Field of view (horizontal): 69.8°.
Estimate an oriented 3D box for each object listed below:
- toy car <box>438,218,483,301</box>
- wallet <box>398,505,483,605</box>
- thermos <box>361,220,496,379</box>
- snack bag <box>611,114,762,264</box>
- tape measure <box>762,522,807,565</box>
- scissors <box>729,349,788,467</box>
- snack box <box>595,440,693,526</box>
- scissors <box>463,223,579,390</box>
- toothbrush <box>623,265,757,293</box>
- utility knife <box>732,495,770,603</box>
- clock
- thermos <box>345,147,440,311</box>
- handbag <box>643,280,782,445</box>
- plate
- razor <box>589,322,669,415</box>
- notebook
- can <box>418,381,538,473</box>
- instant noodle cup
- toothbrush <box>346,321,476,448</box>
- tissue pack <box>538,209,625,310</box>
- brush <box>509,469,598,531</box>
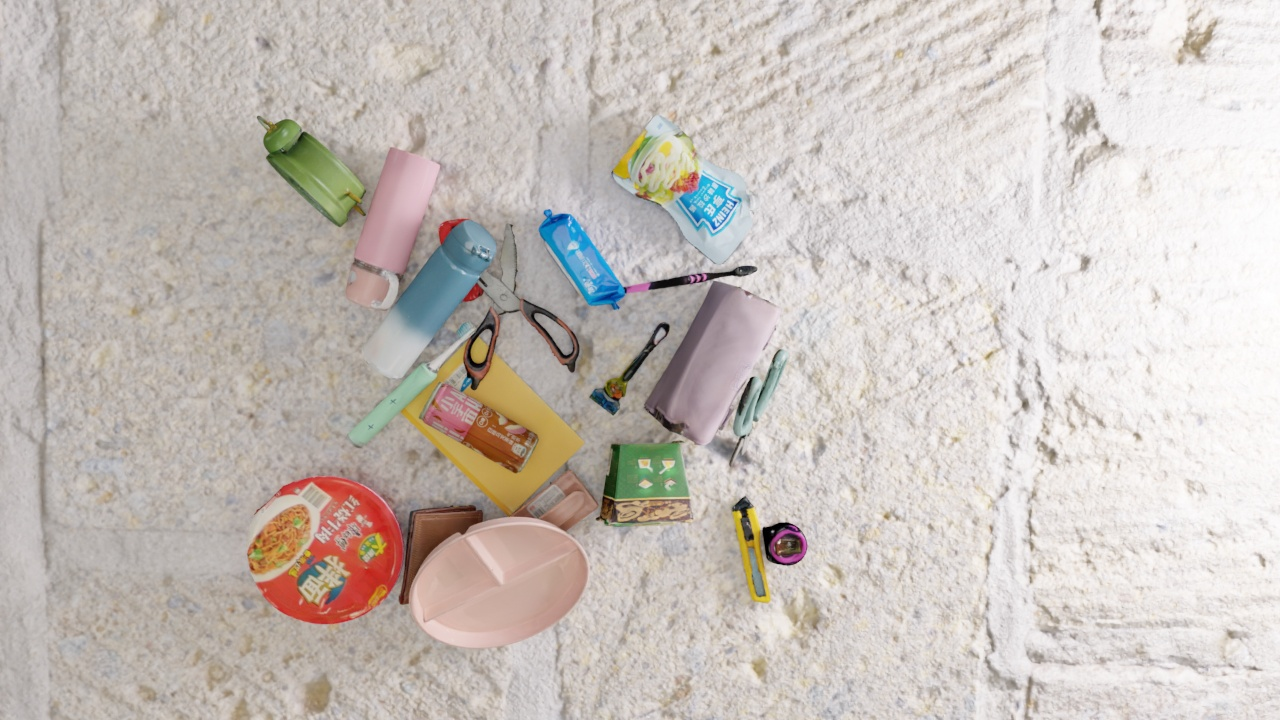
[{"bbox_3d":[-0.230,-0.128,1.178,0.049,0.031,0.106,-7,98,-3],"label":"toy car"},{"bbox_3d":[-0.258,0.251,1.185,0.101,0.032,0.124,4,95,-42],"label":"wallet"},{"bbox_3d":[-0.260,-0.076,1.134,0.070,0.070,0.221,39,108,-7],"label":"thermos"},{"bbox_3d":[0.064,-0.222,1.191,0.191,0.039,0.110,37,80,-8],"label":"snack bag"},{"bbox_3d":[0.197,0.249,1.243,0.058,0.039,0.057,-7,96,-4],"label":"tape measure"},{"bbox_3d":[0.142,0.064,1.174,0.019,0.178,0.173,26,97,17],"label":"scissors"},{"bbox_3d":[0.003,0.158,1.188,0.117,0.118,0.105,0,84,-12],"label":"snack box"},{"bbox_3d":[-0.165,-0.063,1.178,0.189,0.015,0.223,10,100,-8],"label":"scissors"},{"bbox_3d":[0.063,-0.107,1.211,0.189,0.018,0.014,-9,87,-2],"label":"toothbrush"},{"bbox_3d":[0.154,0.261,1.253,0.033,0.015,0.154,-13,96,-1],"label":"utility knife"},{"bbox_3d":[-0.403,-0.234,1.113,0.161,0.116,0.056,44,79,-10],"label":"clock"},{"bbox_3d":[-0.307,-0.160,1.142,0.067,0.087,0.198,18,93,-45],"label":"thermos"},{"bbox_3d":[0.094,0.004,1.160,0.098,0.145,0.197,28,93,-4],"label":"handbag"},{"bbox_3d":[-0.179,0.283,1.170,0.229,0.028,0.230,-10,127,-14],"label":"plate"},{"bbox_3d":[-0.007,0.007,1.213,0.042,0.022,0.143,39,91,-9],"label":"razor"},{"bbox_3d":[-0.195,0.087,1.211,0.146,0.010,0.206,-45,97,1],"label":"notebook"},{"bbox_3d":[-0.206,0.086,1.174,0.147,0.058,0.058,30,92,-7],"label":"can"},{"bbox_3d":[-0.398,0.236,1.181,0.194,0.066,0.194,-1,96,-5],"label":"instant noodle cup"},{"bbox_3d":[-0.291,0.032,1.174,0.225,0.026,0.027,-42,84,9],"label":"toothbrush"},{"bbox_3d":[-0.076,-0.124,1.159,0.052,0.095,0.157,-36,99,0],"label":"tissue pack"},{"bbox_3d":[-0.130,0.210,1.197,0.145,0.073,0.063,-37,98,1],"label":"brush"}]
